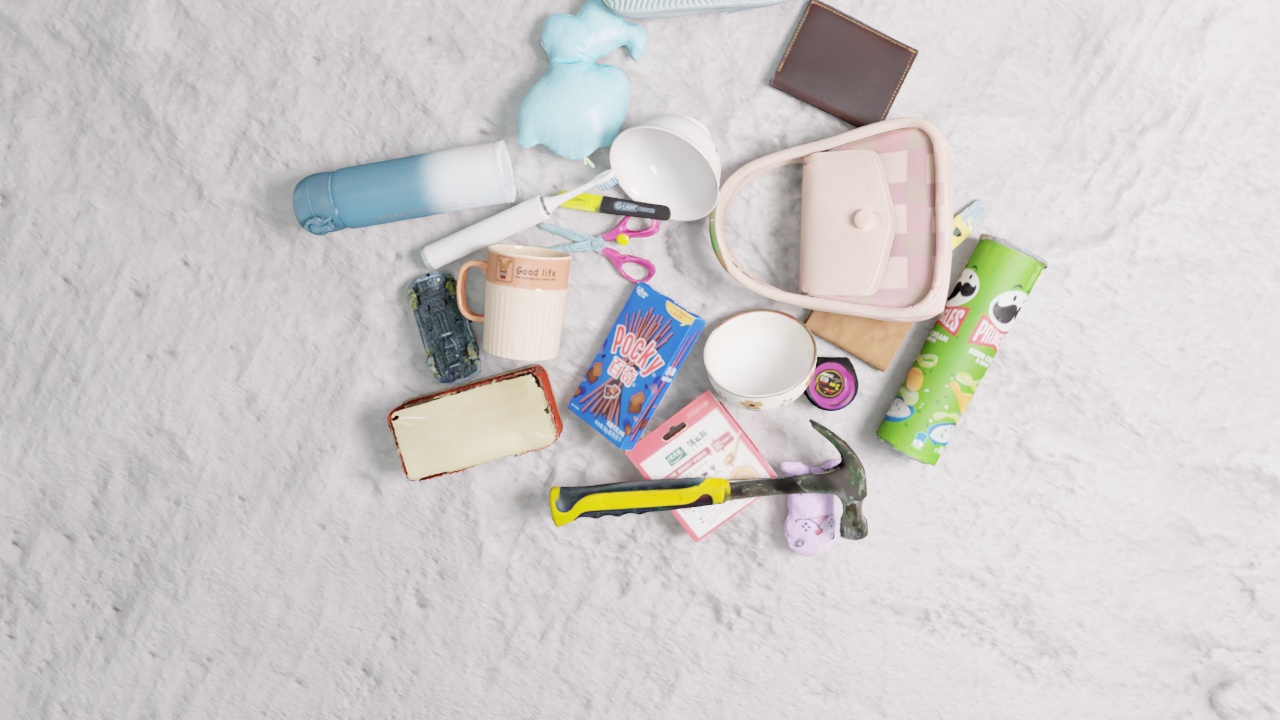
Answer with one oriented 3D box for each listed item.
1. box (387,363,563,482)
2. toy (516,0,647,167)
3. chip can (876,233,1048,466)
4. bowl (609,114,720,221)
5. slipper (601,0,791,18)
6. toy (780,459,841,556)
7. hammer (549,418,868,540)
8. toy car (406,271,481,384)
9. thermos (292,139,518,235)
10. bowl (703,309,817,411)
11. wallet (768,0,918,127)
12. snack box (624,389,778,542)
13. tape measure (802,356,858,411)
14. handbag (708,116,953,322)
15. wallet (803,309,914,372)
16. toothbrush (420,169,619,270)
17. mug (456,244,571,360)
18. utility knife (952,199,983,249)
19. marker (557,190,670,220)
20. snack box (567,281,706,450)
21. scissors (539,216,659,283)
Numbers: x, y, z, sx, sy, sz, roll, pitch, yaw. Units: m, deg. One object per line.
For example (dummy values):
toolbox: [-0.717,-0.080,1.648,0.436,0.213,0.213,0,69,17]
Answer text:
box: [-0.172,0.068,0.961,0.168,0.079,0.091,-15,97,5]
toy: [-0.059,-0.275,0.920,0.161,0.050,0.156,-23,90,-2]
chip can: [0.324,-0.008,0.934,0.072,0.072,0.236,25,99,-2]
bowl: [0.035,-0.204,0.912,0.118,0.119,0.064,30,60,-2]
slipper: [0.079,-0.384,0.886,0.245,0.074,0.104,-9,99,9]
toy: [0.185,0.157,0.982,0.083,0.039,0.108,-2,97,-19]
hammer: [0.068,0.132,0.940,0.323,0.032,0.126,-5,100,3]
toy car: [-0.206,-0.034,0.969,0.054,0.036,0.120,-19,87,5]
thermos: [-0.240,-0.173,0.934,0.220,0.070,0.070,-10,98,3]
bowl: [0.124,0.009,0.939,0.113,0.113,0.062,-12,139,4]
wallet: [0.205,-0.295,0.922,0.122,0.020,0.096,26,94,-1]
snack box: [0.065,0.109,0.975,0.113,0.044,0.127,-37,97,7]
tape measure: [0.198,0.024,0.961,0.057,0.039,0.058,-2,94,3]
handbag: [0.185,-0.134,0.908,0.234,0.093,0.193,1,86,12]
wallet: [0.240,-0.061,0.957,0.101,0.020,0.115,28,96,-4]
toothbrush: [-0.125,-0.146,0.940,0.221,0.026,0.026,-22,139,12]
mug: [-0.132,-0.062,0.938,0.114,0.081,0.106,9,103,8]
utility knife: [0.286,-0.105,0.942,0.173,0.019,0.031,-40,98,-5]
marker: [-0.028,-0.158,0.938,0.124,0.015,0.018,11,90,16]
snack box: [-0.006,0.006,0.951,0.084,0.026,0.157,35,100,33]
scissors: [-0.044,-0.113,0.962,0.137,0.017,0.096,-9,107,9]
